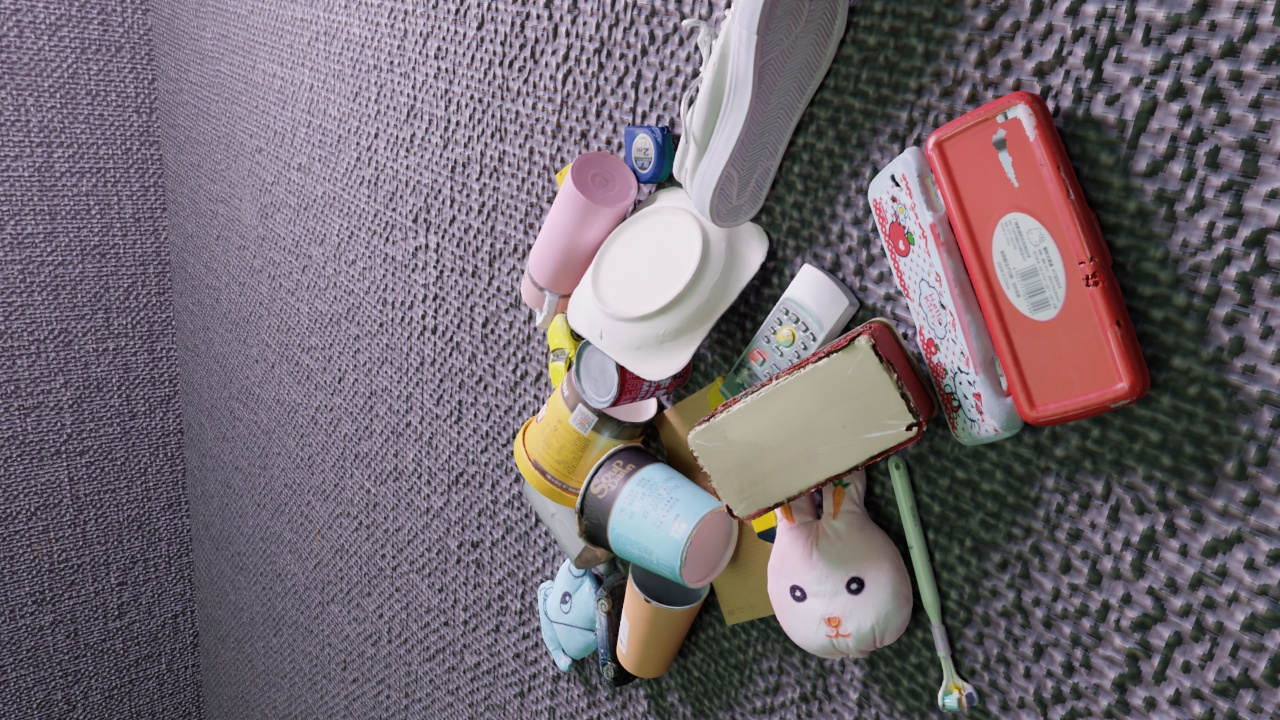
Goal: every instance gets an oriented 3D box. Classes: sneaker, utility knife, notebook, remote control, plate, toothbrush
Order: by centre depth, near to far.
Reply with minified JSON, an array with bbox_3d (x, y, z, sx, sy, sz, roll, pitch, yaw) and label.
[{"bbox_3d":[0.212,0.162,0.676,0.020,0.029,0.189,51,-154,-84],"label":"toothbrush"},{"bbox_3d":[0.080,-0.224,0.699,0.090,0.089,0.243,54,142,35],"label":"sneaker"},{"bbox_3d":[0.115,-0.010,0.726,0.056,0.019,0.135,51,120,36],"label":"remote control"},{"bbox_3d":[0.012,-0.076,0.783,0.164,0.034,0.163,34,86,42],"label":"plate"},{"bbox_3d":[0.092,0.086,0.790,0.033,0.015,0.153,-32,72,44],"label":"utility knife"},{"bbox_3d":[0.089,0.126,0.826,0.150,0.012,0.211,-34,71,50],"label":"notebook"}]

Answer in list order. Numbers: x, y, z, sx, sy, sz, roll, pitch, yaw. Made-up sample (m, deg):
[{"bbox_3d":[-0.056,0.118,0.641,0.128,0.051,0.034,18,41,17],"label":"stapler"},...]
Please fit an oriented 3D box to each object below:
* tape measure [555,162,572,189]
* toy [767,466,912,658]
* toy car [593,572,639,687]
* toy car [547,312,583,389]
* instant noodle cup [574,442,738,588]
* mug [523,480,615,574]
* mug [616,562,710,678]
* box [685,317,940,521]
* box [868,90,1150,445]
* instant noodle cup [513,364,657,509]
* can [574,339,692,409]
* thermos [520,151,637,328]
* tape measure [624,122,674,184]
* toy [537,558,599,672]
[{"bbox_3d":[-0.061,-0.172,0.926,0.057,0.028,0.060,-23,81,50],"label":"tape measure"},{"bbox_3d":[0.148,0.152,0.720,0.122,0.054,0.159,-22,73,38],"label":"toy"},{"bbox_3d":[-0.022,0.283,0.967,0.037,0.054,0.121,7,104,49],"label":"toy car"},{"bbox_3d":[-0.080,0.001,0.989,0.048,0.032,0.105,-10,89,52],"label":"toy car"},{"bbox_3d":[0.020,0.147,0.833,0.120,0.111,0.111,24,117,40],"label":"instant noodle cup"},{"bbox_3d":[-0.062,0.166,0.980,0.103,0.083,0.124,51,160,30],"label":"mug"},{"bbox_3d":[0.015,0.251,0.900,0.078,0.078,0.123,44,134,36],"label":"mug"},{"bbox_3d":[0.119,0.046,0.667,0.169,0.077,0.091,-32,87,30],"label":"box"},{"bbox_3d":[0.220,-0.051,0.587,0.160,0.065,0.201,-29,75,54],"label":"box"},{"bbox_3d":[-0.049,0.067,0.906,0.118,0.118,0.115,53,128,29],"label":"instant noodle cup"},{"bbox_3d":[-0.005,0.005,0.846,0.067,0.093,0.066,15,110,49],"label":"can"},{"bbox_3d":[-0.068,-0.108,0.895,0.199,0.067,0.087,128,154,-52],"label":"thermos"},{"bbox_3d":[0.009,-0.189,0.838,0.058,0.025,0.054,21,117,52],"label":"tape measure"},{"bbox_3d":[-0.079,0.289,1.043,0.156,0.049,0.161,15,109,56],"label":"toy"}]
